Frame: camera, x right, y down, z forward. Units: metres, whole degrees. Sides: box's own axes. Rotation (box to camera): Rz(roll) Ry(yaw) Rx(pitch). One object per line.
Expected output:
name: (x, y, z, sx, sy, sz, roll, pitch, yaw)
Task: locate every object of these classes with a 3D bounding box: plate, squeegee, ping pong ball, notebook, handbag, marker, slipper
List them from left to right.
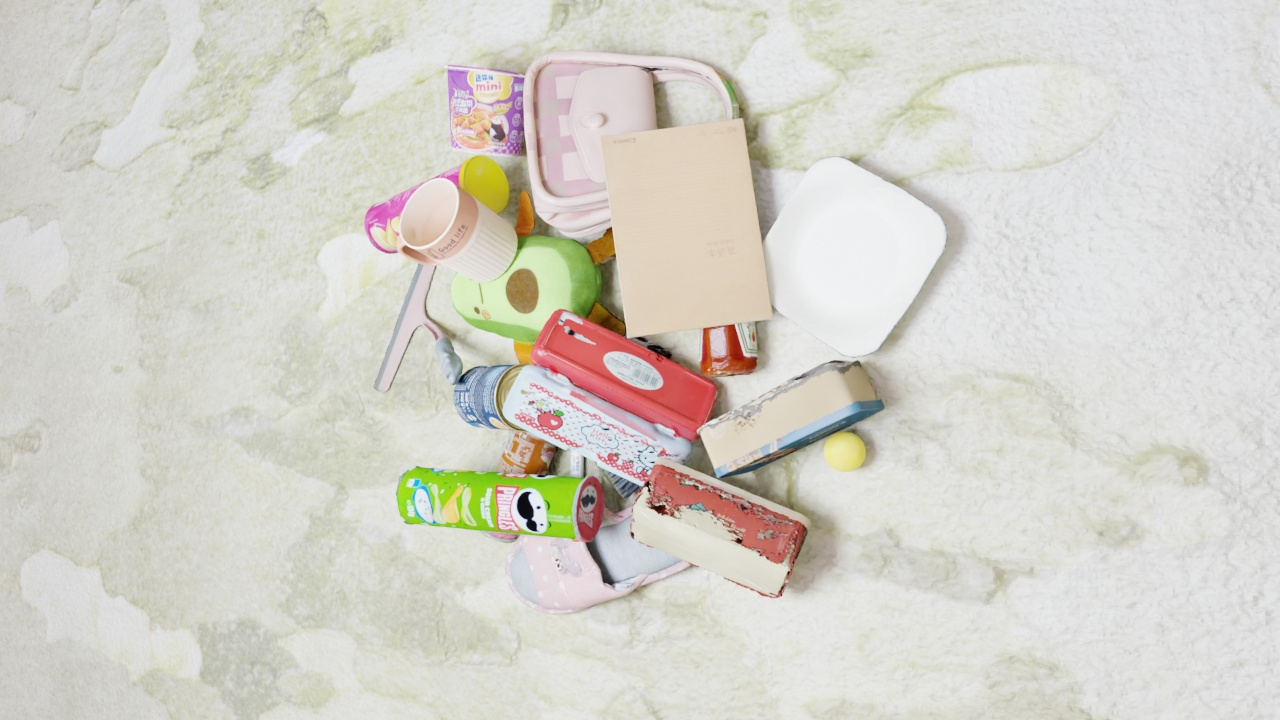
squeegee: (-0.252, -0.022, 1.138, 0.249, 0.040, 0.248, 43, 112, 55)
marker: (-0.074, 0.102, 1.080, 0.017, 0.017, 0.145, 1, 91, 30)
slipper: (-0.052, 0.223, 1.044, 0.275, 0.054, 0.114, -21, 79, 28)
handbag: (-0.009, -0.249, 0.997, 0.234, 0.093, 0.193, -9, 71, 10)
notebook: (0.046, -0.136, 0.934, 0.149, 0.012, 0.211, -8, 85, 0)
ping pong ball: (0.201, 0.090, 0.904, 0.040, 0.040, 0.040, 0, 89, 30)
plate: (0.204, -0.102, 0.907, 0.163, 0.034, 0.164, 39, 109, 25)

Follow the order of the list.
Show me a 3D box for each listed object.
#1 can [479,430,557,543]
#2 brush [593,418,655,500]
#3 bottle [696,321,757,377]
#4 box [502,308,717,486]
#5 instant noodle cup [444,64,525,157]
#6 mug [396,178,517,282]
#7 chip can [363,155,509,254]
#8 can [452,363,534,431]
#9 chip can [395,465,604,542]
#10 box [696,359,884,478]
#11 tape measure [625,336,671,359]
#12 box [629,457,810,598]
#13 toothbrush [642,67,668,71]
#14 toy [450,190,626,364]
can: (-0.146, 0.141, 1.098, 0.058, 0.057, 0.147, 30, 104, 27)
brush: (-0.028, 0.082, 1.033, 0.073, 0.055, 0.144, -34, 73, 0)
bottle: (0.087, -0.086, 0.964, 0.060, 0.059, 0.206, -5, 87, 30)
box: (-0.033, 0.046, 0.978, 0.201, 0.118, 0.099, 26, 141, -4)
instant noodle cup: (-0.181, -0.296, 1.097, 0.112, 0.111, 0.099, 14, 104, 30)
mug: (-0.212, -0.136, 1.023, 0.115, 0.106, 0.081, -21, 63, 25)
chip can: (-0.255, -0.188, 1.135, 0.211, 0.071, 0.071, -12, 84, 41)
can: (-0.158, 0.042, 1.047, 0.111, 0.075, 0.075, -2, 88, 54)
chip can: (-0.161, 0.160, 1.034, 0.236, 0.072, 0.072, 0, 90, 23)
box: (0.151, 0.056, 0.906, 0.185, 0.089, 0.060, -29, 75, 32)
tape measure: (-0.006, 0.006, 1.031, 0.066, 0.033, 0.066, 30, 103, 25)
box: (0.074, 0.174, 0.916, 0.168, 0.076, 0.091, 21, 144, 12)
toothbrush: (-0.042, -0.345, 1.064, 0.181, 0.018, 0.015, 11, 92, 29)
toy: (-0.121, -0.084, 1.067, 0.247, 0.089, 0.227, -2, 86, 29)
